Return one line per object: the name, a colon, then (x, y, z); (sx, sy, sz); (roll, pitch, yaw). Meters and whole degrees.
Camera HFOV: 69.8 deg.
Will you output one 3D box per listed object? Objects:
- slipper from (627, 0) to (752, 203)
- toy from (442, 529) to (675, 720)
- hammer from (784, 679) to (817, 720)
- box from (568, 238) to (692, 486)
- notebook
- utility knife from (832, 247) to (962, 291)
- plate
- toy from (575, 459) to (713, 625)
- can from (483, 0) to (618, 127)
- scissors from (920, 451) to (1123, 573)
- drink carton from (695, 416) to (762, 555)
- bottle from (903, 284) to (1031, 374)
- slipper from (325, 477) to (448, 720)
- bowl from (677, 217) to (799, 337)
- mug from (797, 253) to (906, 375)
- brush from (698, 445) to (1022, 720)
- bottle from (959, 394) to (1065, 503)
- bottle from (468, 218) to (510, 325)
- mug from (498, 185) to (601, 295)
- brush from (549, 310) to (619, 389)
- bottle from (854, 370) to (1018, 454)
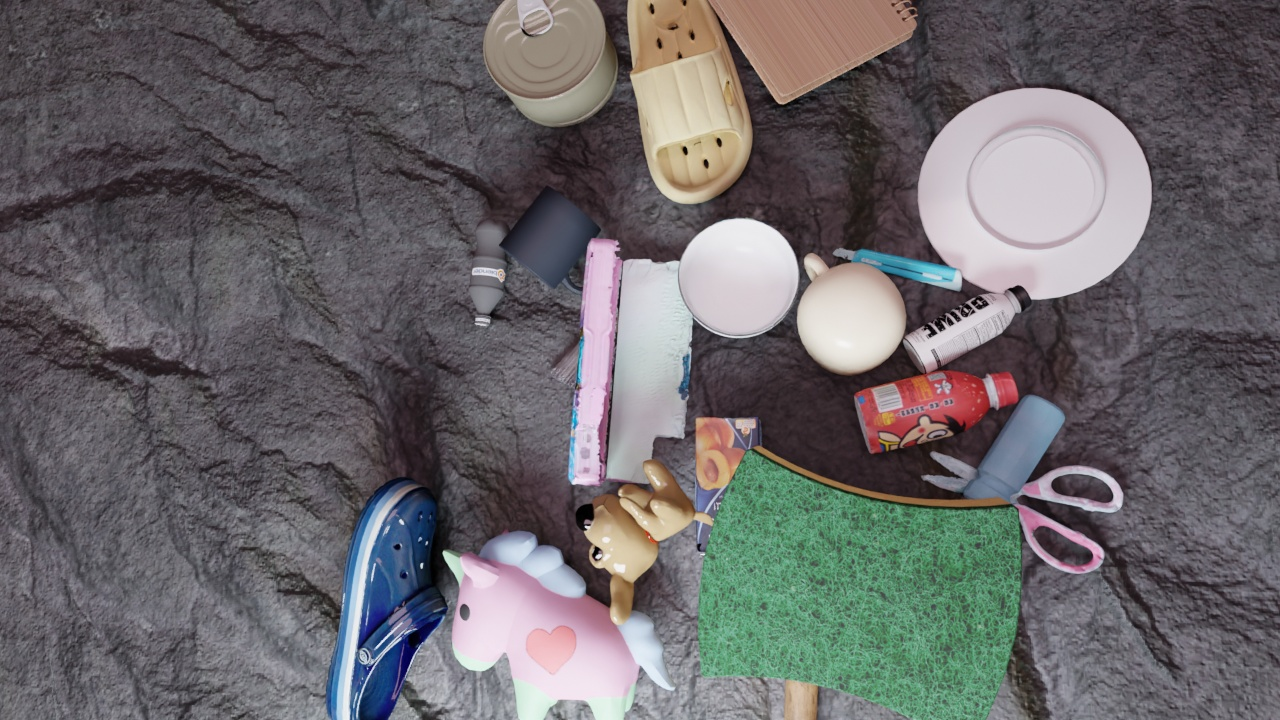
slipper: (0.044, -0.292, 0.922); (0.111, 0.079, 0.261); (-12, 79, 6)
toy: (-0.078, 0.245, 0.853); (0.222, 0.120, 0.171); (-1, 91, 12)
hammer: (0.141, 0.361, 0.826); (0.129, 0.040, 0.321); (2, 81, 16)
box: (-0.005, 0.005, 0.874); (0.106, 0.086, 0.230); (4, 87, 4)
notebook: (0.158, -0.380, 0.923); (0.169, 0.022, 0.210); (-29, 77, -7)
utility knife: (0.246, -0.090, 0.882); (0.124, 0.015, 0.022); (14, 126, 15)
plate: (0.372, -0.161, 0.867); (0.209, 0.015, 0.208); (-2, 81, 11)
toy: (-0.003, 0.151, 0.828); (0.108, 0.105, 0.134); (-40, 31, 19)
can: (-0.090, -0.315, 0.953); (0.128, 0.073, 0.127); (-2, 81, 11)
scissors: (0.347, 0.111, 0.835); (0.179, 0.016, 0.105); (30, 88, 18)
drink carton: (0.085, 0.119, 0.870); (0.064, 0.040, 0.130); (-2, 81, 12)
bottle: (0.304, -0.032, 0.848); (0.116, 0.041, 0.041); (-30, 77, 6)
slipper: (-0.229, 0.239, 0.882); (0.095, 0.105, 0.253); (14, 93, 21)
bowl: (0.094, -0.075, 0.883); (0.113, 0.063, 0.113); (-1, 84, 6)
mug: (0.187, -0.050, 0.844); (0.096, 0.099, 0.120); (-34, 77, 4)
brush: (0.181, 0.191, 0.778); (0.250, 0.075, 0.195); (11, 90, 13)
bottle: (0.325, 0.093, 0.814); (0.040, 0.040, 0.130); (33, 88, 14)
bottle: (-0.158, -0.091, 0.951); (0.036, 0.036, 0.110); (4, 82, 12)
mug: (-0.078, -0.113, 0.929); (0.105, 0.071, 0.077); (39, 90, -13)
brush: (-0.029, -0.030, 0.929); (0.039, 0.012, 0.151); (42, 90, 13)
bottle: (0.269, 0.041, 0.834); (0.138, 0.062, 0.062); (-14, 79, 10)
